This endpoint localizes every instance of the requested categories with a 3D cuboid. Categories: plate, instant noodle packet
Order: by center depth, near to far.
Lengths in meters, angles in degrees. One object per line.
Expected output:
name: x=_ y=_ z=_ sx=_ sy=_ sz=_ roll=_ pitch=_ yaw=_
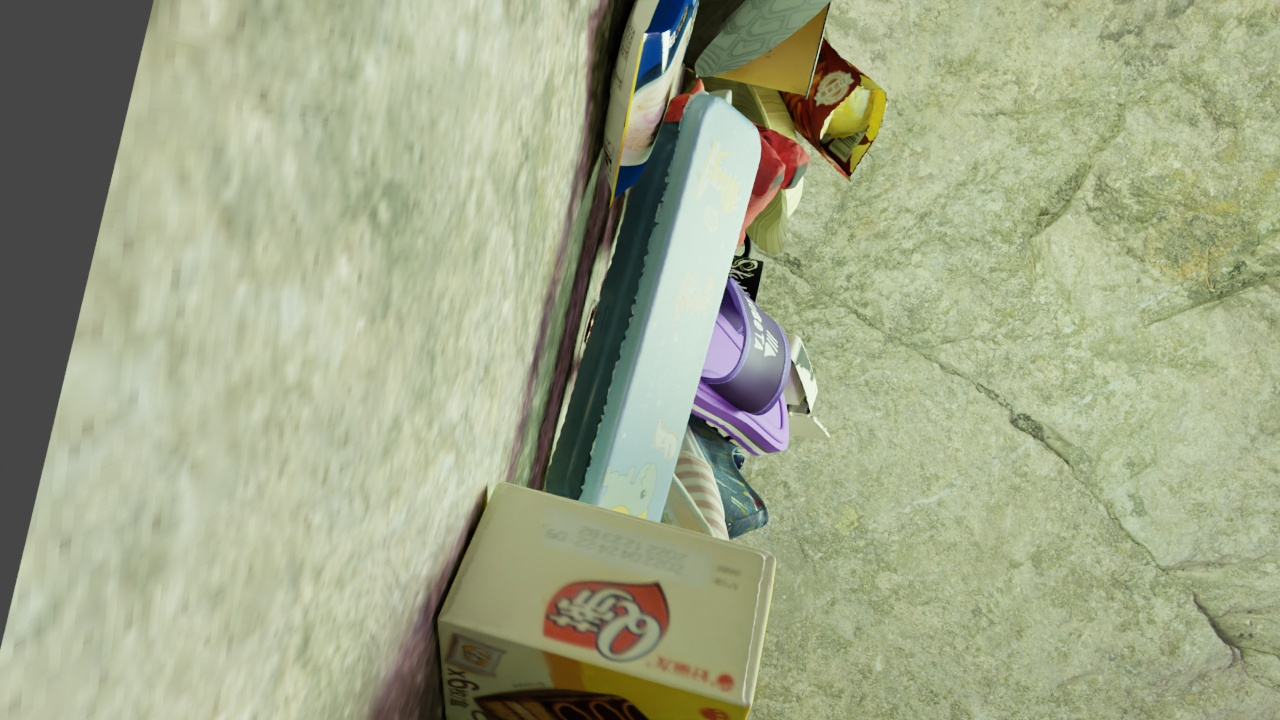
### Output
instant noodle packet: x=0.008 y=-0.144 z=0.405 sx=0.087 sy=0.026 sz=0.134 roll=106 pitch=0 yaw=-55
plate: x=0.102 y=-0.186 z=0.788 sx=0.184 sy=0.036 sz=0.184 roll=159 pitch=-89 yaw=-83

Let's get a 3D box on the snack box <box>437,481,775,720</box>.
snack box: x=-0.020 y=0.155 z=0.394 sx=0.231 sy=0.110 sz=0.061 roll=99 pitch=7 yaw=-45

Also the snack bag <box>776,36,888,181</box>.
snack bag: x=0.125 y=-0.257 z=0.789 sx=0.207 sy=0.066 sz=0.139 roll=58 pitch=-12 yaw=30

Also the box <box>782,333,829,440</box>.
box: x=0.119 y=0.028 z=0.964 sx=0.188 sy=0.145 sz=0.057 roll=55 pitch=50 yaw=-50

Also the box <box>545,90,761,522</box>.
box: x=-0.006 y=-0.019 z=0.437 sx=0.085 sy=0.073 sz=0.209 roll=15 pitch=91 yaw=-61

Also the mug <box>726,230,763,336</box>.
mug: x=0.063 y=-0.081 z=0.870 sx=0.082 sy=0.098 sz=0.118 roll=85 pitch=19 yaw=-77

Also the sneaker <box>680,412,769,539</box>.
sneaker: x=0.050 y=0.078 z=0.851 sx=0.235 sy=0.079 sz=0.088 roll=-116 pitch=-157 yaw=-55

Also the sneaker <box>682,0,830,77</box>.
sneaker: x=0.074 y=-0.285 z=0.503 sx=0.238 sy=0.143 sz=0.100 roll=-44 pitch=168 yaw=26

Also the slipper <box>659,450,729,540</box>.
slipper: x=0.020 y=0.104 z=0.542 sx=0.263 sy=0.052 sz=0.115 roll=-129 pitch=-147 yaw=-65

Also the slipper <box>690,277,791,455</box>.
slipper: x=0.092 y=0.001 z=0.777 sx=0.266 sy=0.084 sz=0.107 roll=40 pitch=42 yaw=-51

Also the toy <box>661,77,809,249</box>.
toy: x=0.020 y=-0.093 z=0.524 sx=0.133 sy=0.094 sz=0.088 roll=-49 pitch=173 yaw=21

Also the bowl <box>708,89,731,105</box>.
bowl: x=0.025 y=-0.113 z=0.628 sx=0.149 sy=0.043 sz=0.149 roll=16 pitch=87 yaw=-86

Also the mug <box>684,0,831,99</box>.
mug: x=0.087 y=-0.251 z=0.663 sx=0.123 sy=0.094 sz=0.101 roll=-63 pitch=165 yaw=-67

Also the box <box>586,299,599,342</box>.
box: x=-0.001 y=0.004 z=0.587 sx=0.187 sy=0.056 sz=0.071 roll=78 pitch=-7 yaw=-84
